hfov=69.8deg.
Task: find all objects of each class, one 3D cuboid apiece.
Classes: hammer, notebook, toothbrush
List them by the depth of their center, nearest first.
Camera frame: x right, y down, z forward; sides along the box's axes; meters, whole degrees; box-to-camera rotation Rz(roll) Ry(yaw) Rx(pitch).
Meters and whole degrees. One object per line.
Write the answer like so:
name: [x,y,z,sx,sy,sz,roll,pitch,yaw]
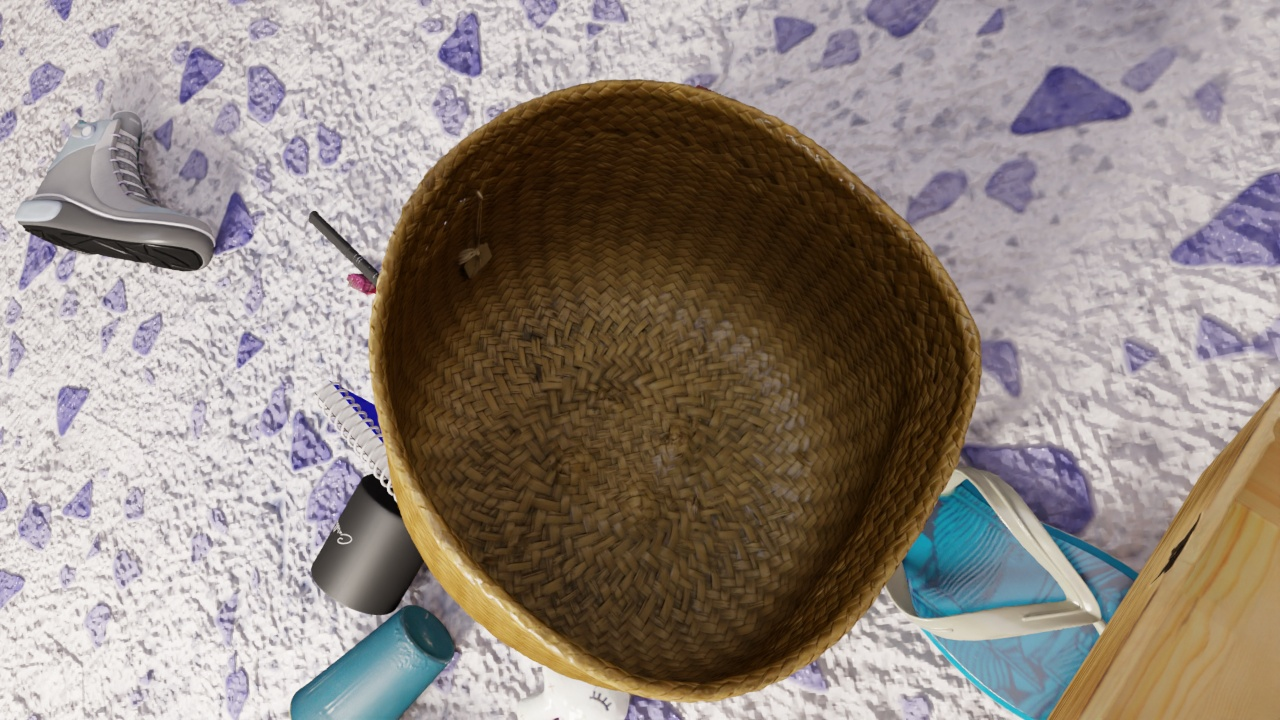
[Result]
notebook: [-0.136,0.107,0.676,0.022,0.171,0.209,-46,65,-3]
hammer: [-0.195,-0.032,0.789,0.325,0.015,0.095,41,125,24]
toothbrush: [-0.194,-0.036,0.811,0.190,0.016,0.016,29,97,26]

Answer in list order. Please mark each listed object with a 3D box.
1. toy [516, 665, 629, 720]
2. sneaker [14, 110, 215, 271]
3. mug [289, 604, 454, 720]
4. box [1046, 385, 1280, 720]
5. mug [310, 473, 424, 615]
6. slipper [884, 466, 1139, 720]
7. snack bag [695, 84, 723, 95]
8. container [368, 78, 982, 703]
toy: [-0.047,0.247,0.686,0.079,0.038,0.122,35,95,33]
sneaker: [-0.531,-0.185,0.964,0.257,0.093,0.160,8,77,25]
mug: [-0.213,0.260,0.745,0.121,0.078,0.078,-43,67,8]
box: [0.358,0.111,0.303,0.286,0.337,0.278,37,54,24]
mug: [-0.223,0.143,0.771,0.088,0.078,0.113,-59,38,6]
slipper: [0.203,0.125,0.574,0.295,0.060,0.118,42,104,27]
snack bag: [0.014,-0.150,0.708,0.057,0.013,0.157,34,78,32]
container: [0.002,0.026,0.521,0.306,0.197,0.306,4,68,-11]
